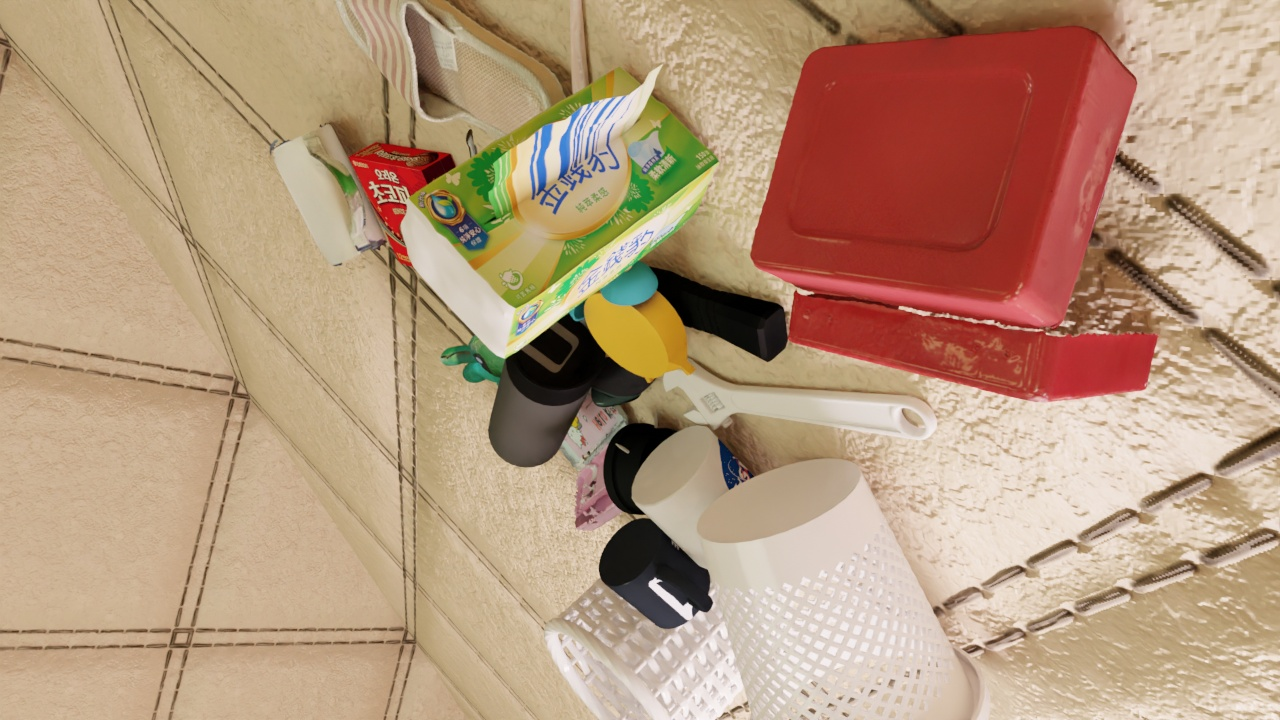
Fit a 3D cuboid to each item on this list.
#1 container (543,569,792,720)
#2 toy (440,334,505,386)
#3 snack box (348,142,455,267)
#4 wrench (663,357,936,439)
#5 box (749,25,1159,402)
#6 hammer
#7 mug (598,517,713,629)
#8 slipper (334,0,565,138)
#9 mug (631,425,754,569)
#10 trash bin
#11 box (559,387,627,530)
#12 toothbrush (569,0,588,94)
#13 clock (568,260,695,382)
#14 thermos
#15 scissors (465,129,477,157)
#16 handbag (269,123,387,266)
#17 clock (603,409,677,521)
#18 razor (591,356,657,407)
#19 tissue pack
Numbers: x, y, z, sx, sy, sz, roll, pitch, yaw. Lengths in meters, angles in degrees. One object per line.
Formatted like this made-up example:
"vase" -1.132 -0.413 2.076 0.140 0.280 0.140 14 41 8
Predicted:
"container" 0.030 0.285 0.957 0.189 0.186 0.190 36 148 26
"toy" -0.148 -0.007 1.004 0.130 0.072 0.194 15 160 -16
"snack box" -0.231 -0.157 0.973 0.152 0.035 0.133 20 139 44
"wrench" 0.113 0.034 0.724 0.274 0.018 0.066 4 127 52
"box" 0.162 -0.073 0.463 0.157 0.156 0.170 17 109 46
"hammer" -0.018 -0.069 0.770 0.328 0.039 0.131 23 140 40
"mug" 0.022 0.196 0.825 0.077 0.071 0.105 45 161 -29
"slipper" -0.165 -0.242 0.737 0.263 0.052 0.115 35 147 21
"mug" 0.055 0.114 0.823 0.090 0.091 0.121 46 -163 -21
"trash bin" 0.142 0.196 0.716 0.196 0.195 0.199 -7 108 58
"box" -0.045 0.102 1.007 0.202 0.066 0.153 133 124 -62
"toothbrush" -0.047 -0.238 0.635 0.016 0.018 0.181 36 149 27
"clock" -0.012 -0.037 0.722 0.129 0.043 0.099 53 150 -16
"thermos" -0.096 0.032 0.885 0.082 0.082 0.241 47 155 7
"scissors" -0.136 -0.098 0.820 0.179 0.015 0.185 127 133 -78
"handbag" -0.342 -0.182 1.014 0.176 0.074 0.151 21 136 64
"clock" 0.016 0.115 0.885 0.043 0.091 0.121 -4 115 45
"razor" -0.005 0.005 0.835 0.052 0.047 0.143 29 151 -11
"tissue pack" -0.045 -0.115 0.588 0.120 0.197 0.142 40 153 6
